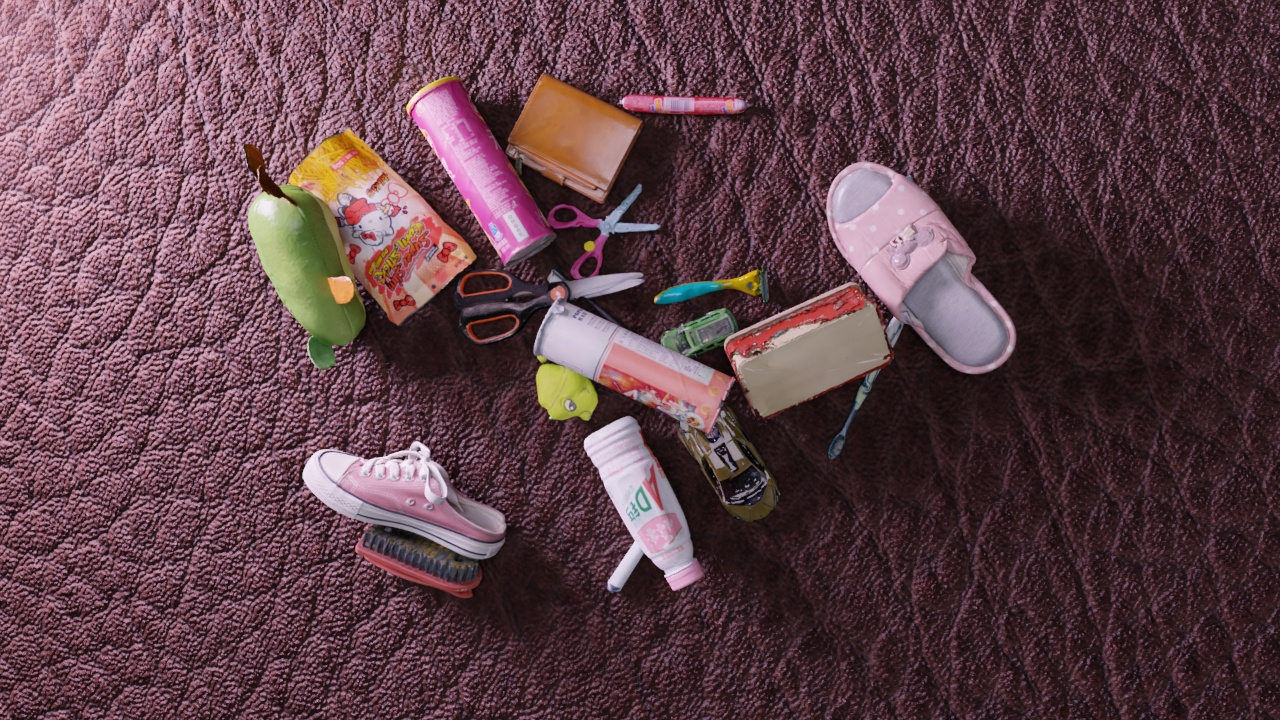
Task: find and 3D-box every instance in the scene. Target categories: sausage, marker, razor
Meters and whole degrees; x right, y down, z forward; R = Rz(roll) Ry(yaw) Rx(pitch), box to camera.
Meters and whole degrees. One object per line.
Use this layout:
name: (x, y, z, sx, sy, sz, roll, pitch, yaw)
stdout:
sausage: (0.051, -0.292, 1.049, 0.156, 0.020, 0.020, 3, 92, 4)
marker: (0.002, 0.217, 1.072, 0.022, 0.018, 0.131, 35, 94, 39)
razor: (0.081, -0.080, 1.051, 0.132, 0.028, 0.043, -9, 123, 2)

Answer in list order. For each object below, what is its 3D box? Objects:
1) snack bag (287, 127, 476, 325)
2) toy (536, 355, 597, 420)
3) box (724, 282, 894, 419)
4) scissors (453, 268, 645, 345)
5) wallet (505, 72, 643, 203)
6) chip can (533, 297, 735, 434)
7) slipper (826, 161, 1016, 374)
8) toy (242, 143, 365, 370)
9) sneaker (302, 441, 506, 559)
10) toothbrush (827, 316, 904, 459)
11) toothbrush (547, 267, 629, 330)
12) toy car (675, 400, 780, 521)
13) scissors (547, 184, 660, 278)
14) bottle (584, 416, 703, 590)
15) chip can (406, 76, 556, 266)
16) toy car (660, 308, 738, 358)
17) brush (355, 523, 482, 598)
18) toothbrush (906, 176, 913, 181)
snack bag: (-0.304, -0.156, 1.063, 0.128, 0.073, 0.208, -41, 97, 4)
toy: (-0.087, 0.020, 1.065, 0.097, 0.031, 0.100, 29, 90, 6)
box: (0.185, -0.009, 1.008, 0.168, 0.079, 0.091, -25, 116, 4)
scissors: (-0.110, -0.089, 1.054, 0.235, 0.021, 0.136, -30, 87, 11)
wallet: (-0.080, -0.250, 1.051, 0.130, 0.035, 0.119, 28, 94, 4)
chip can: (-0.006, 0.006, 1.008, 0.215, 0.071, 0.071, 24, 93, 6)
slipper: (0.303, -0.100, 1.003, 0.114, 0.054, 0.274, -39, 84, 23)
toy: (-0.370, -0.116, 1.012, 0.089, 0.227, 0.247, -29, 128, -23)
sneaker: (-0.259, 0.143, 1.045, 0.241, 0.118, 0.088, 23, 111, -3)
toothbrush: (0.260, 0.028, 1.048, 0.016, 0.018, 0.191, 26, 94, 3)
toothbrush: (-0.036, -0.046, 1.067, 0.181, 0.015, 0.018, 39, 100, 2)
toy car: (0.102, 0.114, 1.052, 0.070, 0.042, 0.158, -34, 92, 5)
scissors: (-0.048, -0.158, 1.064, 0.125, 0.017, 0.133, 39, 90, 5)
bottle: (0.007, 0.162, 1.035, 0.068, 0.068, 0.197, -28, 83, 4)
chip can: (-0.180, -0.212, 1.042, 0.071, 0.071, 0.210, -32, 91, 4)
toy car: (0.067, -0.028, 1.051, 0.091, 0.036, 0.043, -24, 92, 8)
brush: (-0.254, 0.231, 1.074, 0.146, 0.063, 0.069, 23, 124, 1)
toothbrush: (0.339, -0.103, 1.034, 0.027, 0.026, 0.224, -26, 90, 26)
